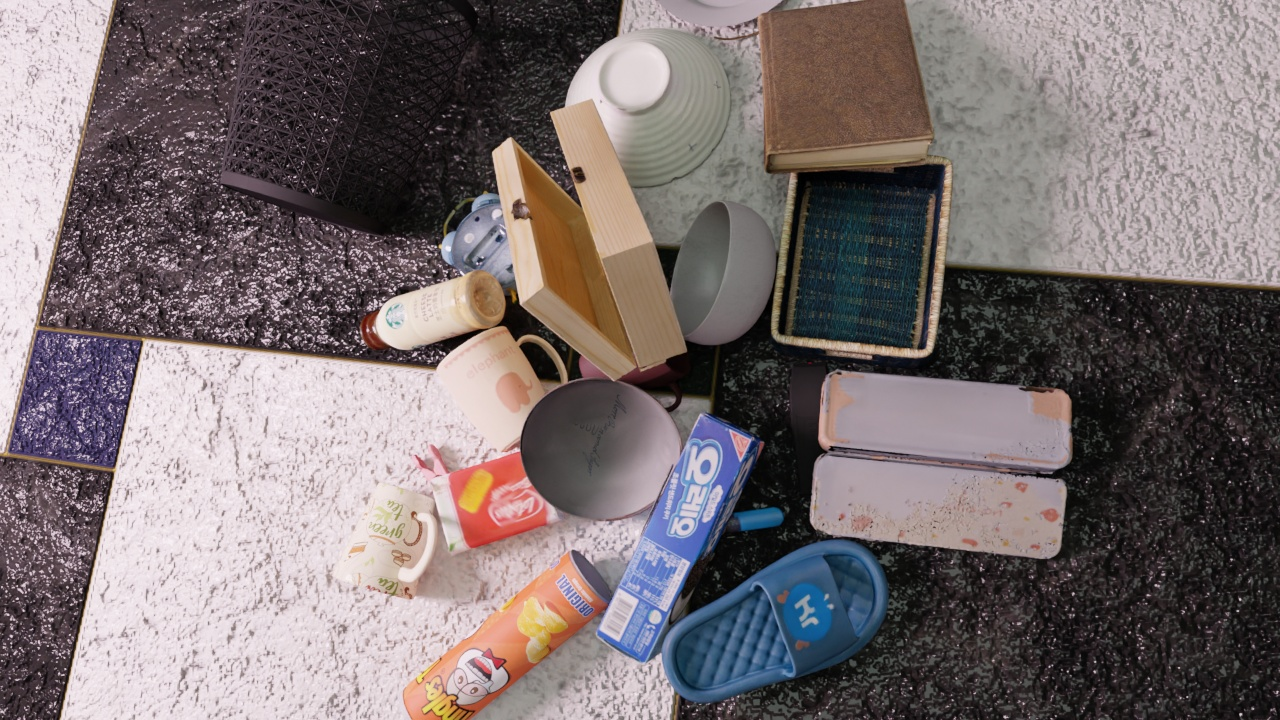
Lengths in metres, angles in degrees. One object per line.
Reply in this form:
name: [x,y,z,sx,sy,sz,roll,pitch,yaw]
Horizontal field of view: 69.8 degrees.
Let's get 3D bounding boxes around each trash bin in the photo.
trash bin: [-0.305,-0.268,0.929,0.217,0.217,0.243,17,90,14]

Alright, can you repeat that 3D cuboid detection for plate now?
plate: [0.090,-0.426,0.963,0.173,0.019,0.172,-2,79,12]

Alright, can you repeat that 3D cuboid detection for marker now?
marker: [0.073,0.154,0.861,0.123,0.015,0.018,-10,84,13]

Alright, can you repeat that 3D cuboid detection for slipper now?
slipper: [0.121,0.236,0.803,0.213,0.059,0.104,-25,87,-3]

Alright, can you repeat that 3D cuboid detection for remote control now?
remote control: [0.161,0.063,0.861,0.039,0.010,0.124,-2,80,12]

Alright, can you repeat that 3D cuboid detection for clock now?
clock: [-0.153,-0.119,0.941,0.124,0.051,0.089,40,91,17]

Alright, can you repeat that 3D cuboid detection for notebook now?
notebook: [0.166,-0.262,0.867,0.190,0.034,0.215,-3,55,10]

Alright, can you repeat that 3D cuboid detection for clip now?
clip: [-0.211,0.116,0.925,0.038,0.022,0.059,-37,76,-1]

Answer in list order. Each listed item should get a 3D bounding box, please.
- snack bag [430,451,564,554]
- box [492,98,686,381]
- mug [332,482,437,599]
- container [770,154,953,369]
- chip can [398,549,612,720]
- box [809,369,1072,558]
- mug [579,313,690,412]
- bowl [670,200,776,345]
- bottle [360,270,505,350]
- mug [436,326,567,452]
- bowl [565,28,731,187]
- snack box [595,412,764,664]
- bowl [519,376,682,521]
snack bag: [-0.139,0.135,0.890,0.116,0.036,0.077,-18,82,1]
box: [-0.055,-0.106,0.823,0.123,0.141,0.248,-16,44,-1]
mug: [-0.231,0.174,0.880,0.122,0.081,0.097,-1,67,51]
container: [0.204,-0.093,0.849,0.145,0.071,0.187,7,81,13]
chip can: [-0.125,0.267,0.857,0.210,0.062,0.062,-40,74,2]
box: [0.265,0.094,0.819,0.217,0.058,0.153,6,81,8]
mug: [-0.005,0.005,0.880,0.089,0.087,0.114,-27,103,22]
bowl: [0.082,-0.077,0.851,0.064,0.132,0.131,13,81,-19]
bottle: [-0.212,-0.045,0.916,0.162,0.056,0.056,-13,76,32]
mug: [-0.125,0.025,0.900,0.111,0.085,0.104,-30,83,-25]
bowl: [0.000,-0.271,0.927,0.177,0.071,0.177,-2,80,12]
snack box: [0.037,0.160,0.833,0.059,0.059,0.226,25,92,20]
bowl: [-0.037,0.074,0.863,0.150,0.056,0.151,-1,113,-2]
